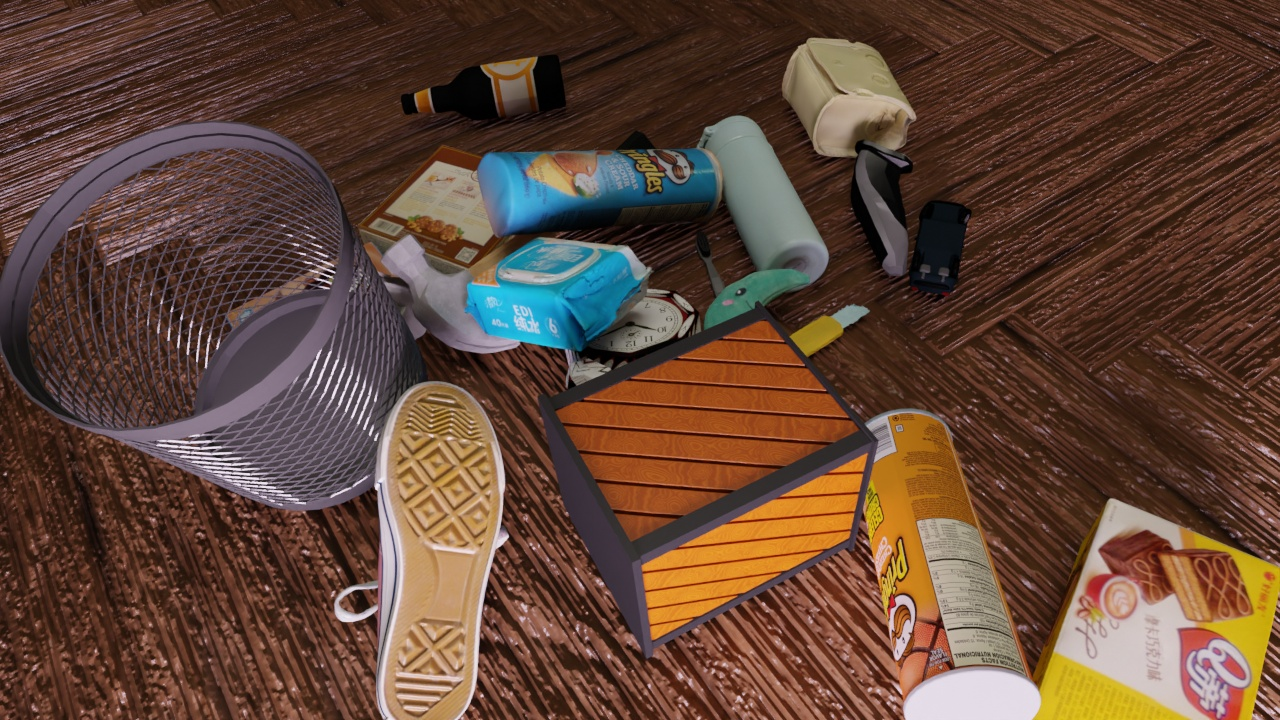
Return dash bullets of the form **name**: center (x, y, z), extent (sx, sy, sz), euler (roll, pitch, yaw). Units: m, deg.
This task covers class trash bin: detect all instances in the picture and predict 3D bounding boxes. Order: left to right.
- **trash bin**: center (-0.278, -0.012, 0.664), extent (0.218, 0.227, 0.217), euler (-2, 66, 5)
- **trash bin**: center (0.044, 0.082, 0.641), extent (0.171, 0.140, 0.139), euler (-24, 52, -14)

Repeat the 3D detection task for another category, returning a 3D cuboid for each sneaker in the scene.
- **sneaker**: center (-0.150, 0.137, 0.649), extent (0.118, 0.088, 0.240), euler (7, 69, -18)

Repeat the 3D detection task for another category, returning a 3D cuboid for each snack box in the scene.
- **snack box**: center (-0.292, -0.043, 0.846), extent (0.151, 0.034, 0.087), euler (-31, 55, -18)
- **snack box**: center (-0.178, -0.143, 0.914), extent (0.143, 0.041, 0.146), euler (20, 55, 20)
- **snack box**: center (0.305, 0.207, 0.564), extent (0.110, 0.062, 0.229), euler (24, 56, 23)

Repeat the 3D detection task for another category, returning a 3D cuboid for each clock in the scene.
- **clock**: center (-0.005, 0.004, 0.755), extent (0.115, 0.065, 0.154), euler (-7, 33, 3)

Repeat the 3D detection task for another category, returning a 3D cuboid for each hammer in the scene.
- **hammer**: center (-0.086, -0.128, 0.867), extent (0.131, 0.039, 0.327), euler (50, 53, -8)

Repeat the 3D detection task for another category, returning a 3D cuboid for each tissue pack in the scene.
- **tissue pack**: center (-0.066, -0.058, 0.745), extent (0.145, 0.062, 0.092), euler (12, 39, 38)

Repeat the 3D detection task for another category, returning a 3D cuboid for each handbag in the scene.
- **handbag**: center (0.219, -0.279, 0.968), extent (0.111, 0.081, 0.119), euler (-2, 46, -13)

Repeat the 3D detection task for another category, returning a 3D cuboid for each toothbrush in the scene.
- **toothbrush**: center (0.074, -0.059, 0.841), extent (0.013, 0.013, 0.167), euler (-12, 53, -4)

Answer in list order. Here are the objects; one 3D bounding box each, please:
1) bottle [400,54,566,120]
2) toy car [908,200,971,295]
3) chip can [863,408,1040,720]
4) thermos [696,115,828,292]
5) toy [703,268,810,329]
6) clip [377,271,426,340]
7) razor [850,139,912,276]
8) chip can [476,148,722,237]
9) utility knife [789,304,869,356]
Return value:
- **bottle**: center (-0.178, -0.303, 1.036), extent (0.181, 0.059, 0.059), euler (-10, 50, -3)
- **toy car**: center (0.275, -0.104, 0.845), extent (0.046, 0.034, 0.111), euler (12, 53, 15)
- **chip can**: center (0.191, 0.130, 0.603), extent (0.075, 0.075, 0.214), euler (-2, 39, 4)
- **thermos**: center (0.115, -0.157, 0.884), extent (0.077, 0.065, 0.206), euler (2, 46, -21)
- **toy**: center (0.095, -0.038, 0.787), extent (0.085, 0.033, 0.105), euler (3, 57, 30)
- **clip**: center (-0.210, -0.050, 0.832), extent (0.058, 0.101, 0.050), euler (-45, 57, 23)
- **razor**: center (0.229, -0.142, 0.871), extent (0.060, 0.057, 0.155), euler (-13, 53, 32)
- **chip can**: center (-0.034, -0.155, 0.838), extent (0.229, 0.080, 0.080), euler (-10, 46, -34)
- **utility knife**: center (0.127, -0.005, 0.786), extent (0.178, 0.017, 0.030), euler (-32, 59, -16)
